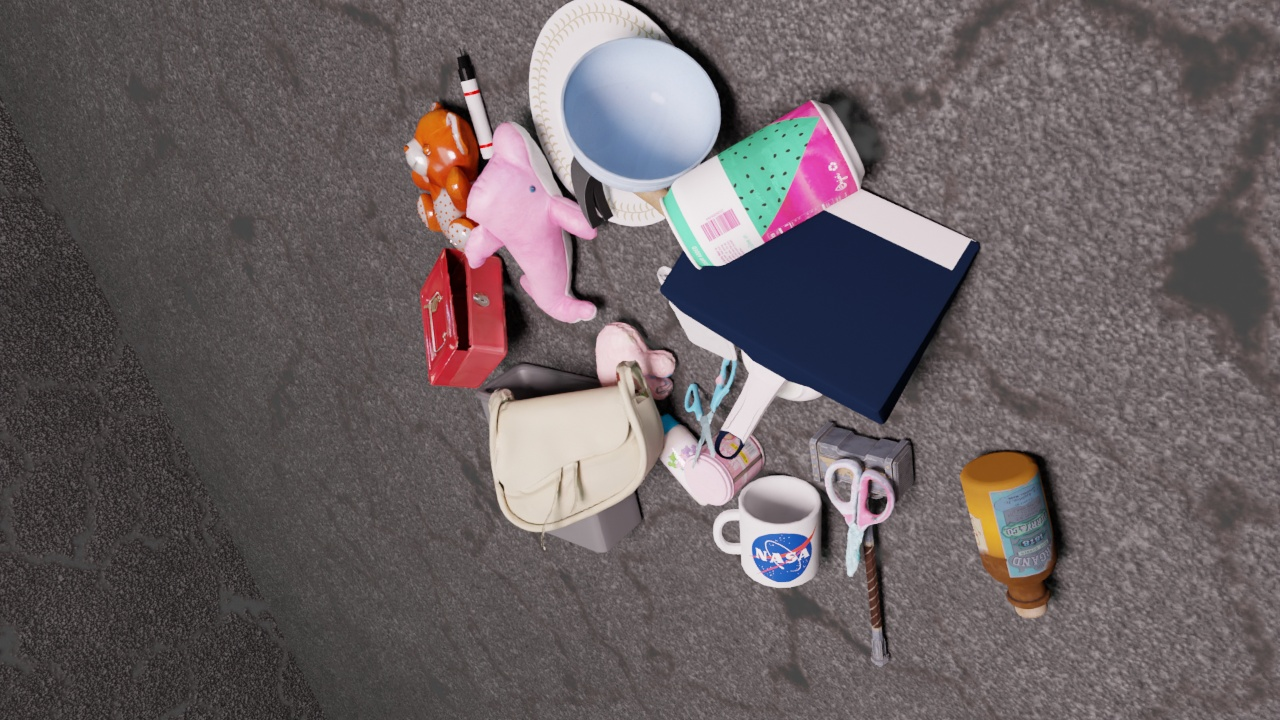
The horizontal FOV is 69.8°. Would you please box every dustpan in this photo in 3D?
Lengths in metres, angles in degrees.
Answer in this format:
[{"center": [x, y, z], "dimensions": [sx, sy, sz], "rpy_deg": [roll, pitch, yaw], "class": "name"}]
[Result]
[{"center": [0.140, -0.030, 0.860], "dimensions": [0.236, 0.273, 0.080], "rpy_deg": [31, 178, 24], "class": "dustpan"}]

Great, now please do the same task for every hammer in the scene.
[{"center": [0.253, 0.220, 1.010], "dimensions": [0.099, 0.044, 0.322], "rpy_deg": [13, 127, 39], "class": "hammer"}, {"center": [0.057, -0.135, 0.946], "dimensions": [0.305, 0.040, 0.133], "rpy_deg": [38, 135, 11], "class": "hammer"}]

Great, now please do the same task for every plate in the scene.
[{"center": [-0.028, -0.262, 0.979], "dimensions": [0.243, 0.016, 0.243], "rpy_deg": [25, 131, 32], "class": "plate"}]

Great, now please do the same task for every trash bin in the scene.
[{"center": [-0.110, 0.132, 1.267], "dimensions": [0.192, 0.097, 0.220], "rpy_deg": [11, 124, 41], "class": "trash bin"}]

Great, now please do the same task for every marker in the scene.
[{"center": [-0.199, -0.306, 1.119], "dimensions": [0.019, 0.019, 0.146], "rpy_deg": [8, 121, 42], "class": "marker"}]

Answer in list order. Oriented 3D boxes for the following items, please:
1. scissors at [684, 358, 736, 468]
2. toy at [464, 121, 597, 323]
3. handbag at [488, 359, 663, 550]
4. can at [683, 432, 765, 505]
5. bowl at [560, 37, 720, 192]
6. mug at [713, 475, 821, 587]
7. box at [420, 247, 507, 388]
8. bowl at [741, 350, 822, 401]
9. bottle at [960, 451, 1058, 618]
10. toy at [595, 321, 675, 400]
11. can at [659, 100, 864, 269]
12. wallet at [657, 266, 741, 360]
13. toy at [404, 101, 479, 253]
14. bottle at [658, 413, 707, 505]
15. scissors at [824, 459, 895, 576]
[{"center": [0.071, 0.056, 1.048], "dimensions": [0.015, 0.136, 0.126], "rpy_deg": [25, 173, -21], "class": "scissors"}, {"center": [-0.144, -0.147, 1.086], "dimensions": [0.187, 0.127, 0.266], "rpy_deg": [29, 146, 42], "class": "toy"}, {"center": [-0.086, 0.112, 1.086], "dimensions": [0.229, 0.131, 0.184], "rpy_deg": [-13, 108, 23], "class": "handbag"}, {"center": [0.097, 0.122, 1.067], "dimensions": [0.067, 0.076, 0.067], "rpy_deg": [25, 131, 32], "class": "can"}, {"center": [-0.004, -0.220, 0.872], "dimensions": [0.150, 0.150, 0.075], "rpy_deg": [50, 163, 7], "class": "bowl"}, {"center": [0.144, 0.194, 1.044], "dimensions": [0.121, 0.090, 0.090], "rpy_deg": [-2, 120, 7], "class": "mug"}, {"center": [-0.243, -0.055, 1.229], "dimensions": [0.130, 0.086, 0.158], "rpy_deg": [-41, 50, 49], "class": "box"}, {"center": [0.148, 0.000, 0.928], "dimensions": [0.105, 0.054, 0.105], "rpy_deg": [30, 152, 17], "class": "bowl"}, {"center": [0.349, 0.167, 0.853], "dimensions": [0.068, 0.067, 0.157], "rpy_deg": [-2, 114, 46], "class": "bottle"}, {"center": [-0.007, 0.007, 1.116], "dimensions": [0.105, 0.053, 0.108], "rpy_deg": [22, 131, 20], "class": "toy"}, {"center": [0.107, -0.152, 0.808], "dimensions": [0.166, 0.088, 0.088], "rpy_deg": [-28, 96, 13], "class": "can"}, {"center": [0.064, -0.047, 0.989], "dimensions": [0.086, 0.032, 0.116], "rpy_deg": [22, 157, 42], "class": "wallet"}, {"center": [-0.244, -0.230, 1.155], "dimensions": [0.164, 0.092, 0.173], "rpy_deg": [38, 138, 54], "class": "toy"}, {"center": [0.047, 0.110, 1.129], "dimensions": [0.146, 0.051, 0.051], "rpy_deg": [49, 140, 9], "class": "bottle"}, {"center": [0.224, 0.171, 0.960], "dimensions": [0.077, 0.017, 0.174], "rpy_deg": [22, 138, 28], "class": "scissors"}]
